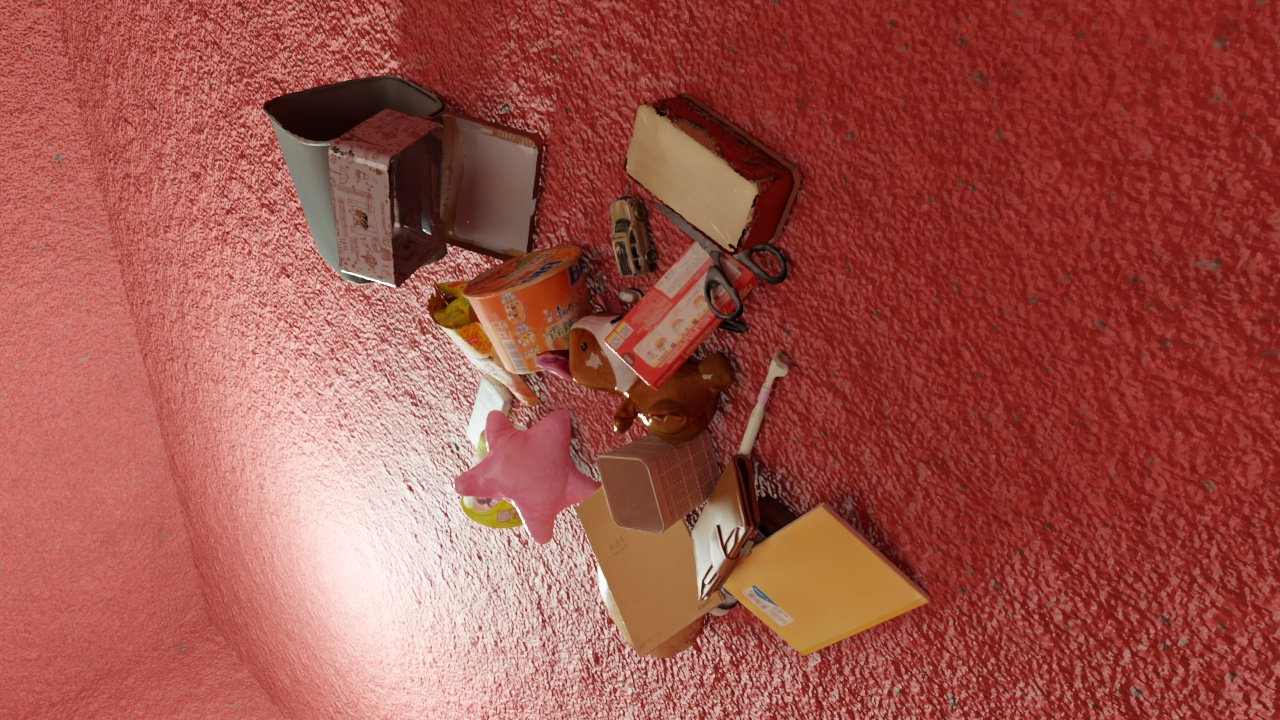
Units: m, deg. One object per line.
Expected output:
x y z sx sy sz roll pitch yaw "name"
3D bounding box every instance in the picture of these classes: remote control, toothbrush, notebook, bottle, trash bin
-0.226 0.082 1.375 0.058 0.021 0.150 47 138 21 "remote control"
0.125 0.069 0.981 0.029 0.020 0.190 -109 25 -46 "toothbrush"
0.182 0.238 0.969 0.146 0.010 0.207 41 137 -2 "notebook"
0.122 0.233 1.049 0.080 0.043 0.195 42 137 16 "bottle"
0.005 0.236 1.127 0.150 0.012 0.211 -43 59 29 "notebook"
0.044 -0.055 1.009 0.181 0.018 0.016 19 120 40 "toothbrush"
-0.365 -0.243 1.236 0.199 0.198 0.220 38 141 41 "trash bin"

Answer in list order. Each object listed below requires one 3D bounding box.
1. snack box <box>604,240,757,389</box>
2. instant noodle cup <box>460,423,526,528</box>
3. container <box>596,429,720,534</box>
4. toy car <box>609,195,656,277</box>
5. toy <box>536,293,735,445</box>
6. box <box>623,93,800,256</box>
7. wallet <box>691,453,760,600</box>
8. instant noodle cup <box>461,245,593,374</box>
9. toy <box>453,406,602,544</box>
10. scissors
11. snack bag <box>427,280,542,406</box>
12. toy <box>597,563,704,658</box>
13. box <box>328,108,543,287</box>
0.040 -0.050 0.930 0.153 0.025 0.075 -48 65 1 "snack box"
-0.198 0.161 1.326 0.112 0.111 0.124 32 123 34 "instant noodle cup"
0.026 0.130 1.049 0.090 0.110 0.090 -2 107 49 "container"
-0.012 -0.136 1.015 0.042 0.035 0.090 3 109 46 "toy car"
-0.006 0.006 1.007 0.199 0.139 0.131 34 150 27 "toy"
0.059 -0.180 0.875 0.168 0.077 0.091 43 136 28 "box"
0.091 0.183 0.998 0.107 0.031 0.132 -93 20 -49 "wallet"
-0.124 -0.059 1.100 0.152 0.151 0.111 4 120 47 "instant noodle cup"
-0.135 0.145 1.234 0.194 0.178 0.074 31 179 -4 "toy"
0.070 -0.113 0.916 0.163 0.014 0.165 6 75 22 "scissors"
-0.207 -0.020 1.223 0.128 0.073 0.208 37 163 30 "snack bag"
-0.006 0.280 1.194 0.144 0.082 0.226 -48 69 33 "toy"
-0.243 -0.182 1.089 0.205 0.157 0.181 17 127 6 "box"
